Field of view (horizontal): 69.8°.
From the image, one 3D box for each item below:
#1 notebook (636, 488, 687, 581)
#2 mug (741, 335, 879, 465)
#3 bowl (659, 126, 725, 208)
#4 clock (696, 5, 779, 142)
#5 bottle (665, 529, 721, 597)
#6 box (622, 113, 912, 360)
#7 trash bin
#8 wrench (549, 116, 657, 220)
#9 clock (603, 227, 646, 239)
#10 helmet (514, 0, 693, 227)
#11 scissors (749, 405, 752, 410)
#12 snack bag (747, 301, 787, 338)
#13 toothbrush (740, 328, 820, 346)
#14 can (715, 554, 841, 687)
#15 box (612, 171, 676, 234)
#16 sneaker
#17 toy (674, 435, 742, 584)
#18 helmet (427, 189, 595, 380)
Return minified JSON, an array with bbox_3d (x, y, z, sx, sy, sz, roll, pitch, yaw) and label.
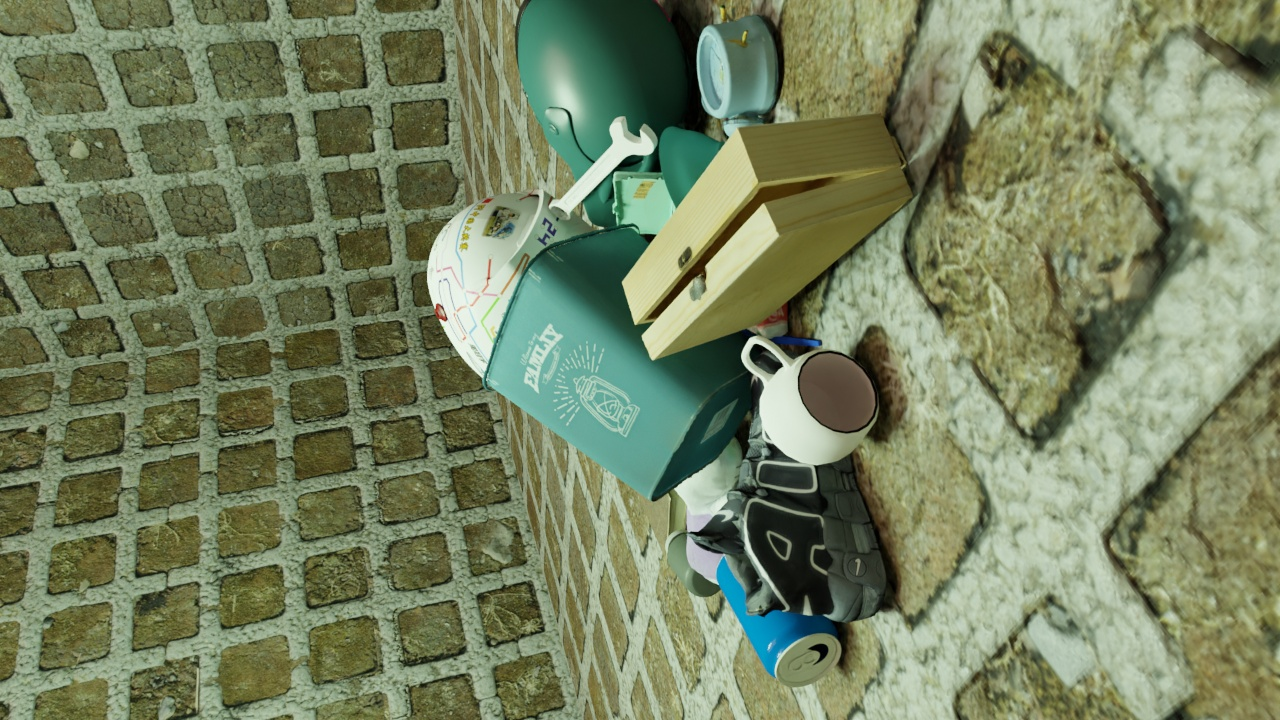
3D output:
[{"bbox_3d":[0.021,0.196,1.394,0.215,0.034,0.190,-116,22,-47],"label":"notebook"},{"bbox_3d":[0.131,0.028,0.753,0.124,0.090,0.076,42,149,3],"label":"mug"},{"bbox_3d":[0.071,-0.183,0.908,0.046,0.121,0.121,-19,78,31],"label":"bowl"},{"bbox_3d":[0.087,-0.255,0.844,0.125,0.051,0.088,90,162,-44],"label":"clock"},{"bbox_3d":[0.070,0.264,1.211,0.108,0.060,0.060,-143,45,-68],"label":"bottle"},{"bbox_3d":[0.089,-0.086,0.730,0.250,0.128,0.091,136,122,-62],"label":"box"},{"bbox_3d":[-0.006,0.006,0.945,0.218,0.198,0.197,40,126,20],"label":"trash bin"},{"bbox_3d":[-0.049,-0.200,0.992,0.009,0.047,0.274,-61,15,-19],"label":"wrench"},{"bbox_3d":[-0.029,-0.232,1.255,0.120,0.061,0.159,103,152,-55],"label":"clock"},{"bbox_3d":[-0.035,-0.288,1.034,0.200,0.176,0.275,58,166,23],"label":"helmet"},{"bbox_3d":[0.130,0.063,0.960,0.128,0.014,0.127,103,153,-52],"label":"scissors"},{"bbox_3d":[0.113,-0.086,0.884,0.077,0.036,0.116,-136,39,-64],"label":"snack bag"},{"bbox_3d":[0.133,-0.022,0.908,0.187,0.011,0.016,-169,70,-71],"label":"toothbrush"},{"bbox_3d":[0.136,0.249,0.926,0.146,0.079,0.079,-122,27,-55],"label":"can"},{"bbox_3d":[0.022,-0.143,1.016,0.187,0.112,0.078,98,-179,-80],"label":"box"},{"bbox_3d":[0.107,0.116,0.814,0.097,0.150,0.252,115,143,-66],"label":"sneaker"},{"bbox_3d":[0.079,0.162,1.080,0.138,0.085,0.209,-171,67,-75],"label":"toy"},{"bbox_3d":[-0.132,-0.081,1.226,0.314,0.236,0.230,55,-135,-45],"label":"helmet"}]
